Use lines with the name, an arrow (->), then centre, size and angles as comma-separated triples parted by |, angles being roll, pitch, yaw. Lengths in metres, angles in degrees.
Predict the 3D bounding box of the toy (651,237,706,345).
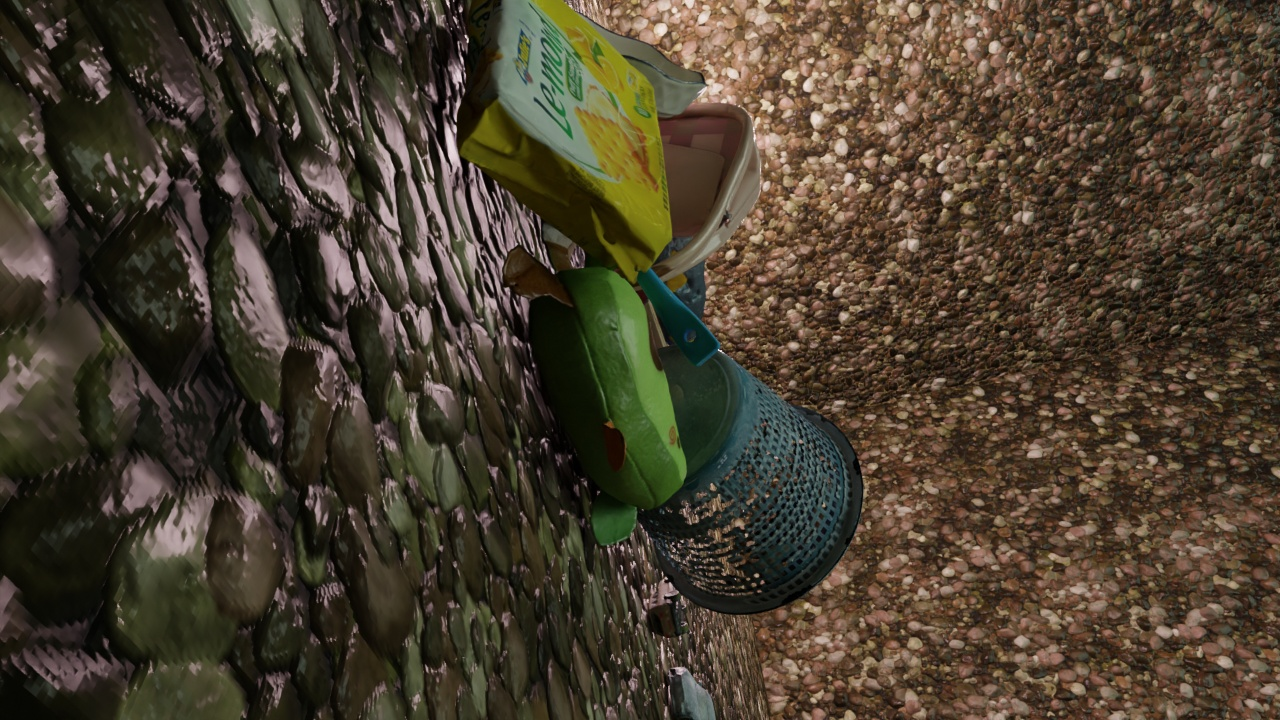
toy -> 0.039, -0.118, 1.113 | 0.137, 0.091, 0.357 | -60, 153, -46

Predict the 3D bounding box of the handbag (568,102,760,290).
handbag -> 0.003, -0.140, 0.856 | 0.093, 0.193, 0.233 | 71, 29, -43

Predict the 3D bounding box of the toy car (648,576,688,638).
toy car -> 0.028, 0.248, 0.931 | 0.090, 0.035, 0.042 | -50, 129, -83

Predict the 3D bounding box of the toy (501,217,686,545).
toy -> -0.027, 0.009, 0.669 | 0.226, 0.090, 0.247 | -91, 162, -64

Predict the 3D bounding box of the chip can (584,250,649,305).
chip can -> -0.027, -0.165, 1.008 | 0.072, 0.072, 0.235 | 68, 18, -56

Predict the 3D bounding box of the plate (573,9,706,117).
plate -> -0.039, -0.278, 0.835 | 0.204, 0.205, 0.046 | -89, -158, -67

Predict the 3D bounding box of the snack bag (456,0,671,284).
snack bag -> -0.057, -0.171, 0.648 | 0.158, 0.068, 0.246 | 34, 33, -32

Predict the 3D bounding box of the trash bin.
trash bin -> 0.065, 0.093, 0.847 | 0.195, 0.227, 0.226 | 46, 26, -43

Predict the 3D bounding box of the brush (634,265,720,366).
brush -> -0.013, -0.087, 0.731 | 0.046, 0.083, 0.254 | 36, 14, -53

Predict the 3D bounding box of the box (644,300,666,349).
box -> -0.006, 0.006, 1.009 | 0.091, 0.079, 0.168 | 64, 8, -61

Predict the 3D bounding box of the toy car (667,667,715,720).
toy car -> 0.054, 0.358, 0.944 | 0.121, 0.037, 0.054 | 66, 12, -47
